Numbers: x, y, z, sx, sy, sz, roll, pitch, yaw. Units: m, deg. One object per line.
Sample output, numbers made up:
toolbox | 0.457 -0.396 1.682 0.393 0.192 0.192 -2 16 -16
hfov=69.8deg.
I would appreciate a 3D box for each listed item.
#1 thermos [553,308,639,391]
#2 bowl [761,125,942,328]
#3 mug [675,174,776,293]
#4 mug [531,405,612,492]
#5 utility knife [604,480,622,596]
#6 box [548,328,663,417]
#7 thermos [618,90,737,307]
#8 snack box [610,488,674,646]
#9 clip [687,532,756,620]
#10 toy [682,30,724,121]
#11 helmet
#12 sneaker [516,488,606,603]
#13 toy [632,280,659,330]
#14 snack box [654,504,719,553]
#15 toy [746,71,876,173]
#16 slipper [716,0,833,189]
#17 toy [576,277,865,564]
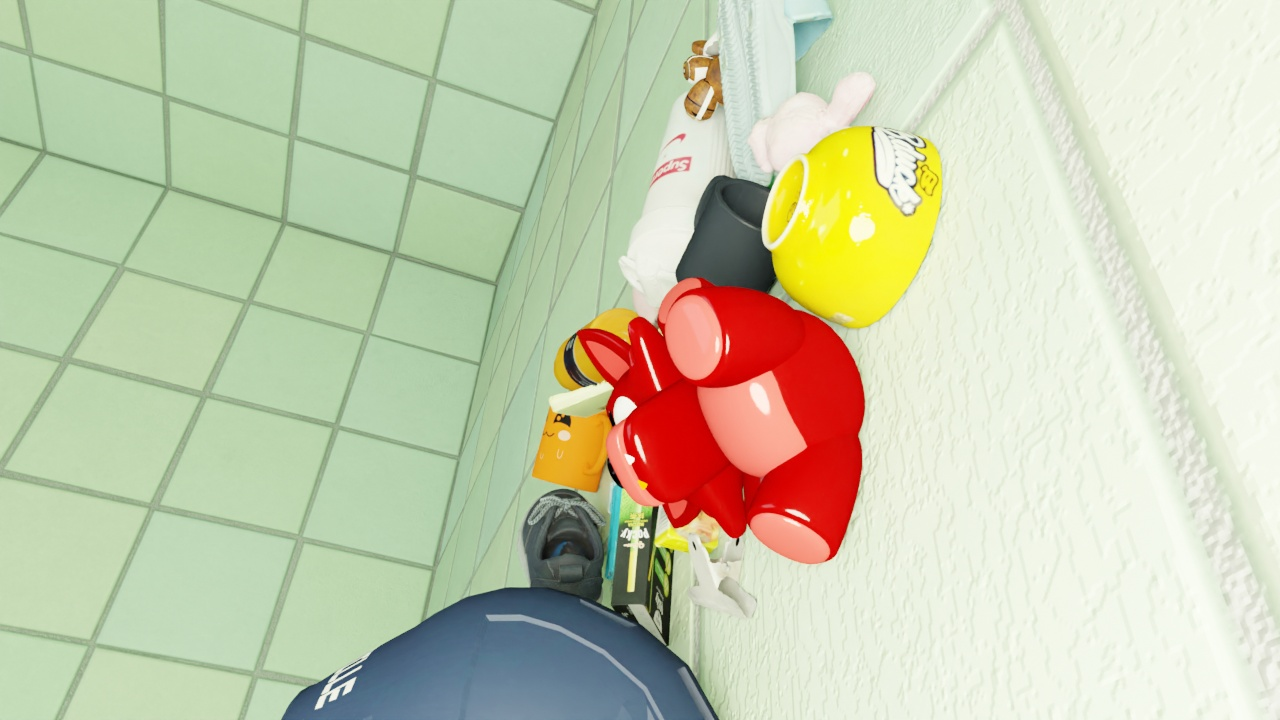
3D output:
thermos | -0.054 0.004 1.078 0.233 0.076 0.091 156 126 -72
bowl | 0.113 -0.083 0.534 0.117 0.067 0.117 -165 91 -77
mug | 0.068 -0.095 0.694 0.078 0.071 0.105 -64 34 37
mug | -0.066 0.097 1.041 0.113 0.077 0.096 5 79 57
utility knife | -0.027 0.175 0.913 0.022 0.015 0.123 105 171 -59
box | 0.000 0.010 0.739 0.141 0.047 0.188 -35 -6 0
thermos | 0.045 -0.145 0.827 0.100 0.099 0.219 124 161 -53
snack box | 0.006 0.136 0.715 0.080 0.025 0.147 69 -159 -50
clip | 0.055 0.141 0.619 0.102 0.040 0.054 154 111 -71
toy | 0.083 -0.265 0.830 0.112 0.087 0.067 -79 -4 -49
helmet | -0.053 0.262 0.521 0.232 0.223 0.272 77 172 -68
sneaker | -0.078 0.174 0.920 0.235 0.089 0.087 -115 26 -69
toy | 0.018 -0.088 0.943 0.095 0.052 0.099 -118 43 -60
snack box | 0.042 0.072 0.699 0.029 0.040 0.147 130 152 -58
toy | 0.121 -0.158 0.635 0.110 0.047 0.063 3 74 61
slipper | 0.110 -0.251 0.737 0.104 0.074 0.245 154 115 -74
toy | 0.037 0.036 0.538 0.120 0.158 0.198 -34 10 -32
